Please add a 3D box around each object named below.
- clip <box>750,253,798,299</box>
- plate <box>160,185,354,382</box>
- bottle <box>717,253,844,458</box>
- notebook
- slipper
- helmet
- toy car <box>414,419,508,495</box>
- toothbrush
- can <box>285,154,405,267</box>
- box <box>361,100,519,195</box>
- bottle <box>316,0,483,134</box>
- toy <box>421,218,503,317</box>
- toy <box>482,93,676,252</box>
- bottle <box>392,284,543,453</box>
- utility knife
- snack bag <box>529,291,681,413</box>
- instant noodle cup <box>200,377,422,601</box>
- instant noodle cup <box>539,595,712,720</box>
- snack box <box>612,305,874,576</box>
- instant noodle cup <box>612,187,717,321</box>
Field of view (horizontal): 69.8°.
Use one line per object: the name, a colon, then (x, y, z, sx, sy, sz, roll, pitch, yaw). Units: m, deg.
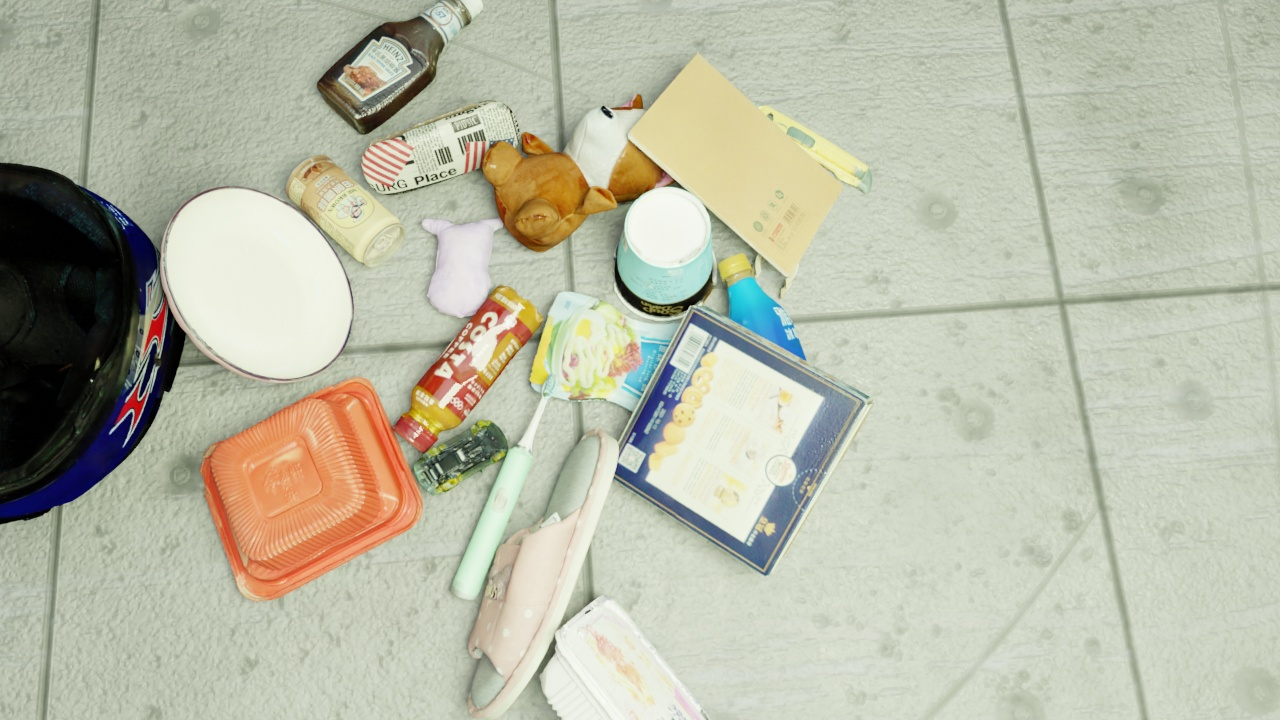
clip: (0.154, -0.108, 0.933, 0.082, 0.035, 0.104, 32, 69, 10)
plate: (-0.359, -0.067, 0.856, 0.039, 0.192, 0.192, -21, 74, 32)
bottle: (0.127, 0.002, 0.878, 0.065, 0.065, 0.218, -20, 82, -6)
notebook: (0.101, -0.197, 0.913, 0.207, 0.008, 0.147, 40, 58, -9)
slipper: (-0.096, 0.181, 0.818, 0.054, 0.114, 0.274, 30, 74, -19)
helmet: (-0.526, 0.003, 0.781, 0.247, 0.241, 0.315, 1, 65, -20)
toy car: (-0.170, 0.093, 0.872, 0.091, 0.036, 0.043, -30, 82, -19)
toothbrush: (-0.123, 0.116, 0.862, 0.026, 0.027, 0.224, 22, 82, -1)
can: (-0.296, -0.151, 0.922, 0.116, 0.058, 0.058, 41, 79, 9)
box: (-0.202, -0.217, 0.927, 0.163, 0.087, 0.076, -21, 92, -9)
bottle: (-0.248, -0.328, 0.976, 0.080, 0.044, 0.194, 42, 78, 8)
toy: (-0.182, -0.094, 0.919, 0.084, 0.039, 0.108, 2, 76, 0)
toy: (-0.054, -0.196, 0.912, 0.199, 0.131, 0.140, -25, 66, -16)
bottle: (-0.168, 0.009, 0.884, 0.057, 0.057, 0.174, 36, 78, 8)
utility knife: (0.163, -0.238, 0.976, 0.198, 0.021, 0.031, 32, 78, 12)
snack bag: (-0.005, 0.005, 0.899, 0.191, 0.039, 0.110, 16, 73, 1)
instant noodle cup: (-0.315, 0.114, 0.845, 0.189, 0.079, 0.164, -28, 74, -3)
instant noodle cup: (-0.013, 0.297, 0.785, 0.060, 0.138, 0.173, -42, 80, 13)
snack box: (0.086, 0.070, 0.831, 0.182, 0.045, 0.178, 31, 100, 17)
instant noodle cup: (0.026, -0.107, 0.883, 0.111, 0.120, 0.111, 0, 76, -1)
